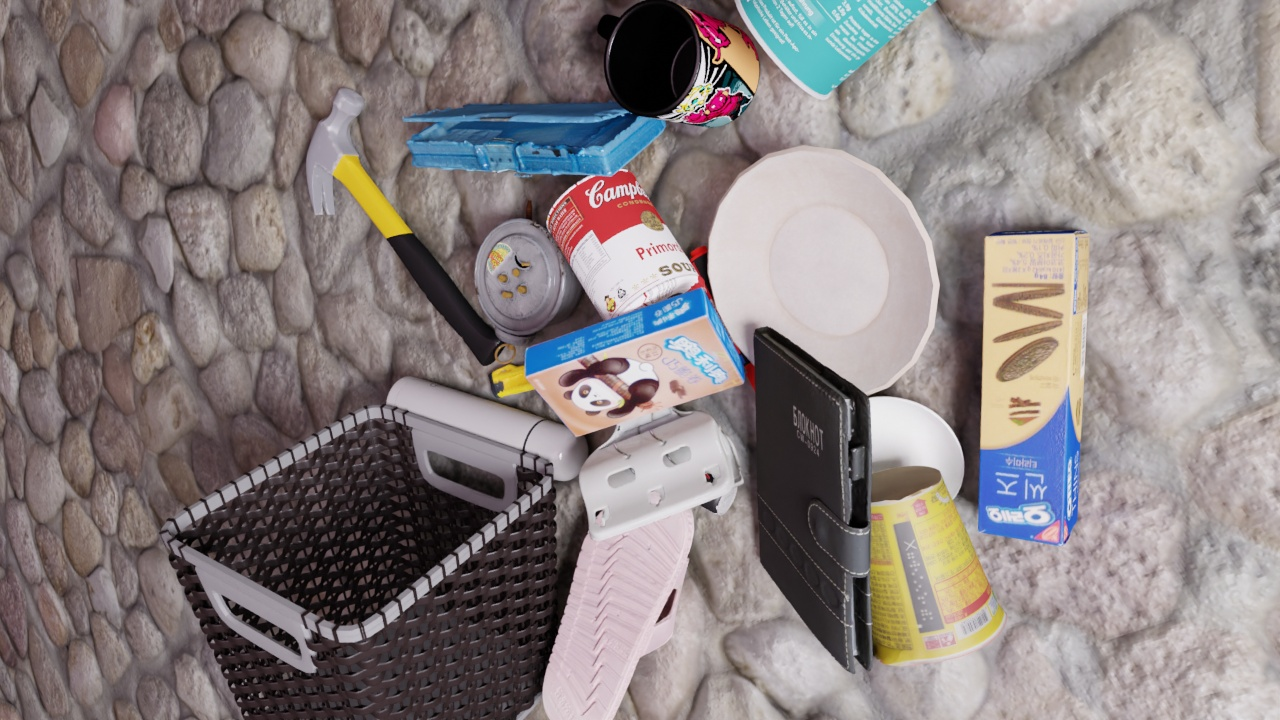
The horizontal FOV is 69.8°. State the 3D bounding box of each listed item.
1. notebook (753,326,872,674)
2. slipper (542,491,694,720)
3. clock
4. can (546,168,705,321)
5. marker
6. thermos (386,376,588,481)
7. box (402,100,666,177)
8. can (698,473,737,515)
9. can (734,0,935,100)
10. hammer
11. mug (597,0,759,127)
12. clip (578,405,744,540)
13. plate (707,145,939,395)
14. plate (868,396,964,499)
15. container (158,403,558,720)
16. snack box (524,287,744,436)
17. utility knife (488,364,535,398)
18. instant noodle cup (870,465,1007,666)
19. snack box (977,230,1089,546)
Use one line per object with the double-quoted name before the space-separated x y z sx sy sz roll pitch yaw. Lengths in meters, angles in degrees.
"notebook" 0.121 0.097 0.660 0.169 0.029 0.209 -129 30 -66
"slipper" -0.016 0.222 0.825 0.094 0.064 0.239 26 98 31
"clock" -0.106 -0.064 0.840 0.104 0.056 0.148 30 111 26
"can" -0.012 -0.084 0.752 0.087 0.086 0.116 -42 69 30
"marker" 0.079 -0.026 0.748 0.024 0.021 0.145 -36 78 49
"thermos" -0.151 0.065 0.892 0.224 0.052 0.052 14 105 30
"box" -0.097 -0.201 0.782 0.232 0.093 0.054 11 135 36
"can" 0.041 0.101 0.786 0.080 0.031 0.032 26 111 27
"can" 0.150 -0.263 0.616 0.144 0.099 0.099 -38 77 31
"hammer" -0.242 -0.123 0.937 0.323 0.029 0.127 51 120 15
"mug" 0.020 -0.234 0.706 0.118 0.098 0.082 38 116 22
"clip" 0.016 0.081 0.763 0.126 0.152 0.099 -21 128 11
"plate" 0.132 -0.064 0.675 0.189 0.027 0.189 19 120 36
"plate" 0.187 0.070 0.683 0.104 0.026 0.104 11 117 22
"container" -0.229 0.223 0.832 0.248 0.244 0.244 15 122 30
"snack box" -0.004 0.004 0.719 0.151 0.087 0.034 -19 47 15
"utility knife" -0.061 0.002 0.849 0.218 0.019 0.030 -15 99 31
"instant noodle cup" 0.193 0.137 0.646 0.101 0.100 0.112 -13 97 34
"snack box" 0.263 0.017 0.615 0.056 0.057 0.207 4 100 34
